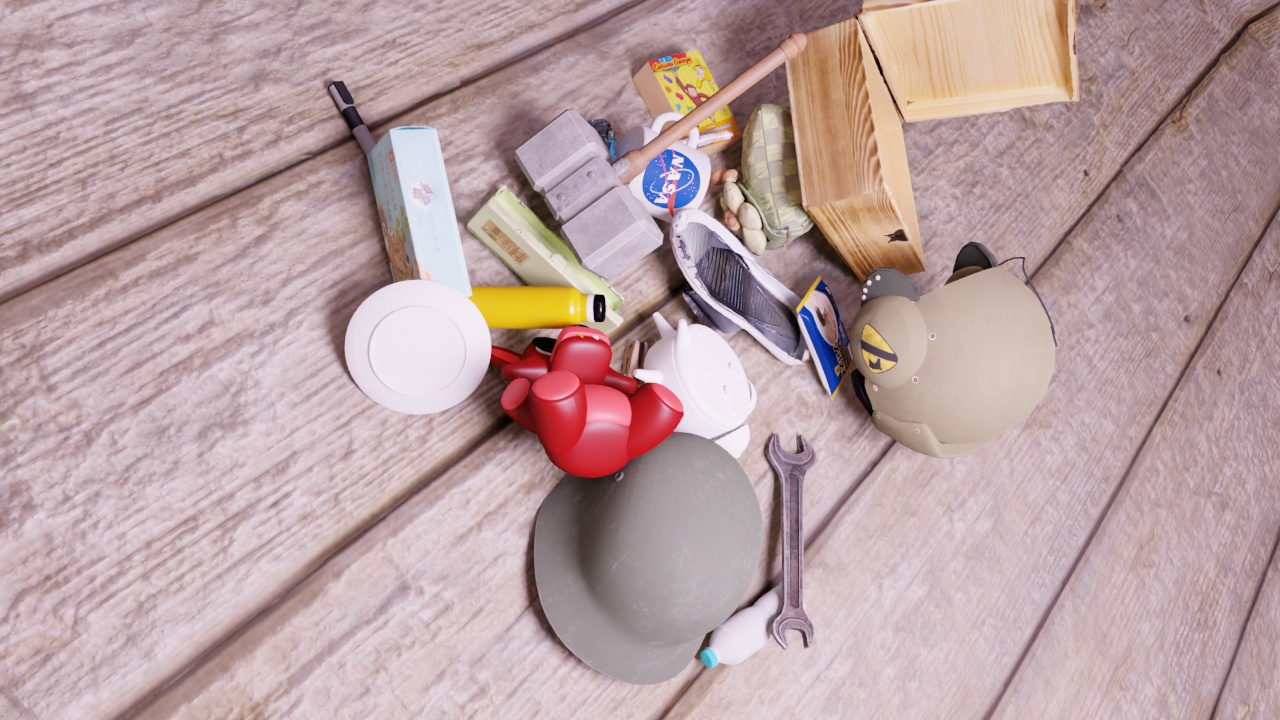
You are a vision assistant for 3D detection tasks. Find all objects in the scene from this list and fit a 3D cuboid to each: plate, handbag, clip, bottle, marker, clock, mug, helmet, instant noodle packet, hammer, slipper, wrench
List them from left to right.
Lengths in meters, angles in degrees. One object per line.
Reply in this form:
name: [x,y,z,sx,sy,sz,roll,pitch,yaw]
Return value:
marker: [-0.280,-0.222,0.945,0.016,0.016,0.140,-30,90,-35]
plate: [-0.209,-0.009,0.866,0.134,0.011,0.135,-4,111,-12]
bottle: [-0.108,-0.053,0.928,0.144,0.043,0.043,1,69,8]
clip: [-0.009,0.006,1.028,0.049,0.026,0.061,-22,93,-31]
mug: [0.026,-0.231,1.077,0.090,0.091,0.121,17,100,-25]
helmet: [0.033,0.168,0.917,0.227,0.154,0.267,32,44,-18]
marker: [0.044,-0.265,1.119,0.142,0.013,0.012,-11,78,-5]
hammer: [0.039,-0.243,0.967,0.162,0.318,0.083,59,12,14]
clock: [0.071,0.024,1.017,0.161,0.073,0.125,45,37,-22]
slipper: [0.114,-0.078,1.109,0.263,0.063,0.111,32,57,-33]
bottle: [0.120,0.290,0.992,0.136,0.044,0.044,-22,86,-35]
handbag: [0.148,-0.223,1.144,0.117,0.113,0.186,-8,89,-5]
wrench: [0.173,0.197,1.043,0.070,0.010,0.272,22,51,-19]
instant noodle packet: [0.234,-0.029,1.161,0.086,0.026,0.134,-49,122,-45]
helmet: [0.358,-0.003,1.097,0.249,0.256,0.233,-17,80,-33]

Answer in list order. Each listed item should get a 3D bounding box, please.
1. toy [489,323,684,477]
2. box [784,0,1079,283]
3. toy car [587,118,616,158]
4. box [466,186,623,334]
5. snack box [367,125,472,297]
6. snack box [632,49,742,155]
toy: [-0.065,0.027,0.901,0.158,0.197,0.121,4,114,-28]
box: [0.376,-0.303,1.127,0.279,0.337,0.286,27,53,-59]
toy car: [-0.052,-0.230,1.070,0.032,0.048,0.105,47,40,-67]
box: [-0.090,-0.111,0.985,0.188,0.098,0.082,44,57,-15]
snack box: [-0.219,-0.135,0.903,0.053,0.075,0.174,-12,89,-35]
snack box: [0.061,-0.323,1.171,0.088,0.040,0.126,-26,88,-35]
